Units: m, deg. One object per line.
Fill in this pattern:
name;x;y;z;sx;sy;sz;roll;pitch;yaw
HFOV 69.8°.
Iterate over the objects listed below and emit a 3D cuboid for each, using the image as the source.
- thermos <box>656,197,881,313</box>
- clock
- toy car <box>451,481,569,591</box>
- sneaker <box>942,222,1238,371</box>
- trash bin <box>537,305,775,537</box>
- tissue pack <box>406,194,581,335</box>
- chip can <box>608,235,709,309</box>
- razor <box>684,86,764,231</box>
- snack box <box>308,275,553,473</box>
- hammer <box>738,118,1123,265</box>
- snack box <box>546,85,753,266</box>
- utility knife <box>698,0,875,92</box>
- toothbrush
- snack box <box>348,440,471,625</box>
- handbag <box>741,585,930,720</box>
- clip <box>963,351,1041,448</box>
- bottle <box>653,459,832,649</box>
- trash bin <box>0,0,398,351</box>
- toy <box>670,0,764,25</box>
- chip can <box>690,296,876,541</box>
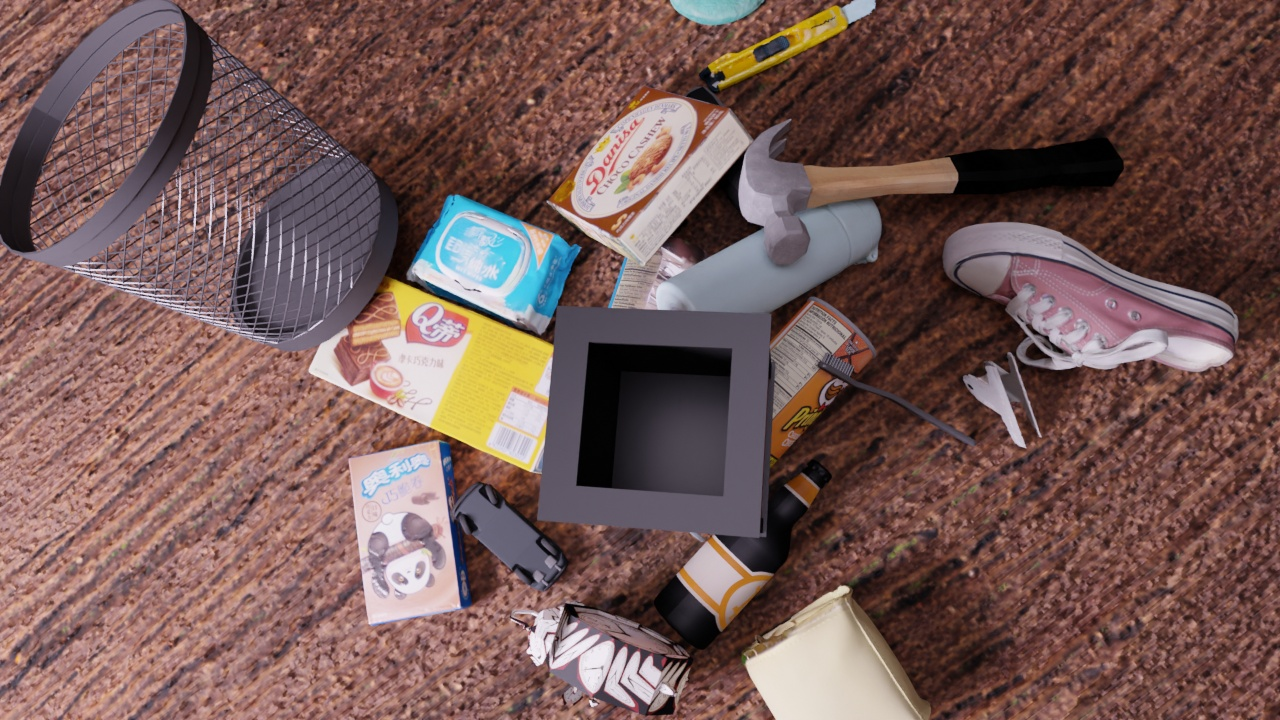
thermos;0.113;-0.081;0.773;0.206;0.065;0.078;-30;99;-20
clock;-0.040;0.242;0.747;0.155;0.114;0.065;20;84;13
toy car;-0.115;0.156;0.812;0.112;0.034;0.046;41;83;5
sneaker;0.357;-0.034;0.742;0.241;0.118;0.087;20;66;5
trash bin;0.022;0.052;0.663;0.140;0.172;0.139;3;80;10
tissue pack;-0.138;-0.089;0.843;0.144;0.061;0.093;22;85;11
chip can;-0.005;0.005;0.803;0.080;0.080;0.229;16;84;10
razor;0.083;-0.188;0.834;0.060;0.057;0.156;-26;72;-41
snack box;-0.169;0.008;0.831;0.230;0.061;0.110;22;85;11
hammer;0.243;-0.154;0.768;0.328;0.039;0.131;-6;55;-8
snack box;0.003;-0.166;0.805;0.143;0.041;0.147;-50;37;-2
utility knife;0.140;-0.301;0.864;0.179;0.017;0.030;-25;87;0
toothbrush;0.215;0.036;0.758;0.167;0.013;0.013;28;85;-18
snack box;-0.207;0.154;0.827;0.087;0.034;0.151;-12;79;6
handbag;0.153;0.256;0.739;0.111;0.081;0.119;-35;79;9
clip;0.293;0.029;0.766;0.050;0.102;0.058;-41;35;-11
bottle;0.092;0.156;0.770;0.059;0.059;0.181;43;88;12
trash bin;-0.352;-0.136;0.767;0.218;0.227;0.217;-13;63;27
toy;0.069;-0.359;0.875;0.105;0.033;0.085;21;73;12
chip can;0.099;0.049;0.779;0.075;0.075;0.215;43;89;12
